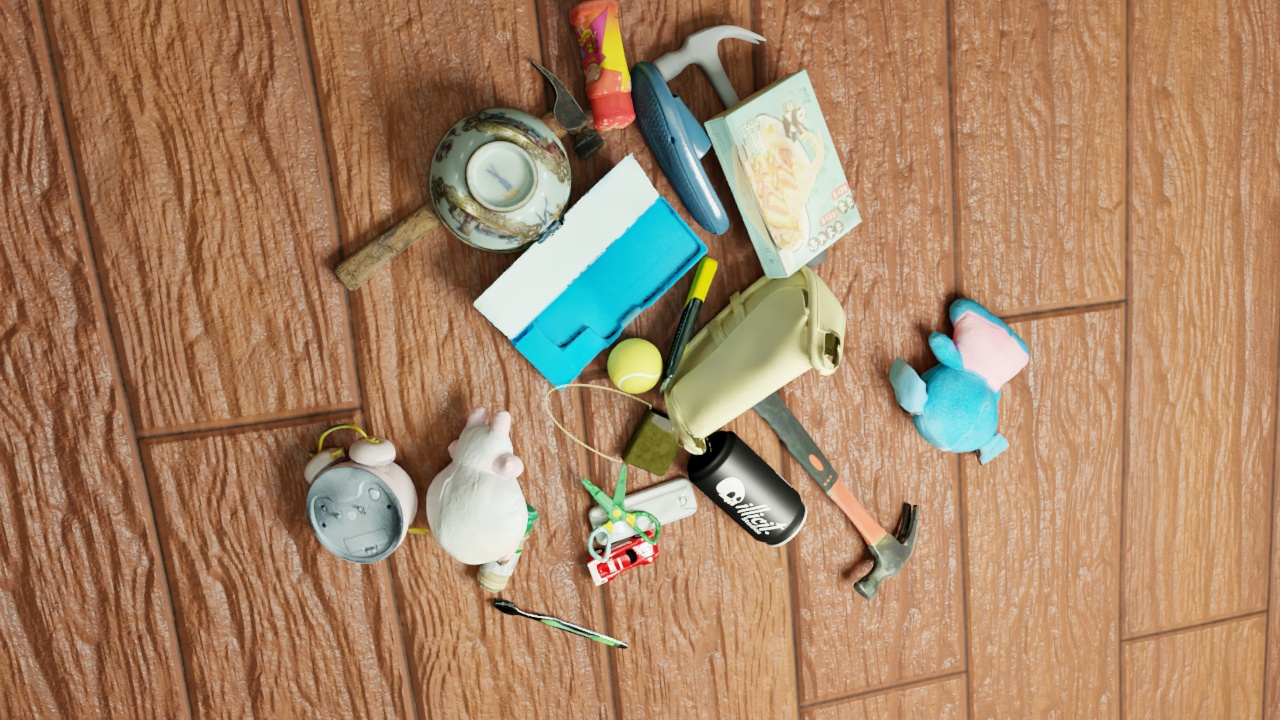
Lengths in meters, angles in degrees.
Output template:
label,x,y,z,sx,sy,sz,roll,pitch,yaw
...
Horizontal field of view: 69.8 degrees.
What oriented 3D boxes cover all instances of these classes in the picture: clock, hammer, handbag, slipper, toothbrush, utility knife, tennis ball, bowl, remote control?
label,x,y,z,sx,sy,sz,roll,pitch,yaw
clock,-0.317,0.147,1.033,0.117,0.058,0.158,-19,99,17
hammer,0.235,0.144,1.170,0.133,0.033,0.333,-44,103,-13
handbag,-0.034,0.076,1.102,0.178,0.027,0.084,24,102,-21
slipper,0.052,-0.239,1.033,0.059,0.104,0.214,-31,109,-6
toothbrush,-0.099,0.332,1.155,0.188,0.017,0.014,24,98,-18
handbag,0.127,-0.004,1.059,0.233,0.190,0.088,-35,112,15
hammer,0.142,-0.249,1.087,0.125,0.029,0.311,-33,106,-4
utility knife,0.054,-0.042,1.084,0.020,0.029,0.174,23,79,-10
hammer,-0.206,-0.195,1.026,0.330,0.033,0.120,-37,101,-3
tennis ball,-0.006,0.006,1.083,0.065,0.065,0.065,-2,101,-12
bowl,-0.147,-0.192,0.970,0.160,0.094,0.160,-1,99,-8
remote control,0.004,0.188,1.141,0.133,0.022,0.050,-18,103,-8

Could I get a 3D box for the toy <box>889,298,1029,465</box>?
label,x,y,z,sx,sy,sz,roll,pitch,yaw
toy,0.424,0.034,1.170,0.224,0.099,0.191,35,81,-23

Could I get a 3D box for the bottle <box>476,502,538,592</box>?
label,x,y,z,sx,sy,sz,roll,pitch,yaw
bottle,-0.161,0.224,1.105,0.042,0.042,0.110,22,97,-15

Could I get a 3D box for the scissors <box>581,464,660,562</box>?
label,x,y,z,sx,sy,sz,roll,pitch,yaw
scissors,-0.034,0.191,1.116,0.123,0.011,0.127,-45,105,-2

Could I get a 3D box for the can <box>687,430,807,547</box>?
label,x,y,z,sx,sy,sz,roll,pitch,yaw
can,0.131,0.158,1.132,0.146,0.080,0.080,43,89,-16

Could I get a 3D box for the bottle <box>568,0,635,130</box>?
label,x,y,z,sx,sy,sz,roll,pitch,yaw
bottle,-0.040,-0.323,1.011,0.048,0.071,0.134,-16,101,-20

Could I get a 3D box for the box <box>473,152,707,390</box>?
label,x,y,z,sx,sy,sz,roll,pitch,yaw
box,-0.060,-0.103,1.053,0.243,0.060,0.175,-44,127,-1

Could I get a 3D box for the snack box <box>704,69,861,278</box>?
label,x,y,z,sx,sy,sz,roll,pitch,yaw
snack box,0.165,-0.212,1.045,0.141,0.044,0.193,-36,111,-29

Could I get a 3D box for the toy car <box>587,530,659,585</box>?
label,x,y,z,sx,sy,sz,roll,pitch,yaw
toy car,-0.021,0.246,1.146,0.089,0.025,0.038,-21,104,-7

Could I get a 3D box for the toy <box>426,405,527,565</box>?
label,x,y,z,sx,sy,sz,roll,pitch,yaw
toy,-0.185,0.142,1.046,0.101,0.139,0.179,14,85,-49
